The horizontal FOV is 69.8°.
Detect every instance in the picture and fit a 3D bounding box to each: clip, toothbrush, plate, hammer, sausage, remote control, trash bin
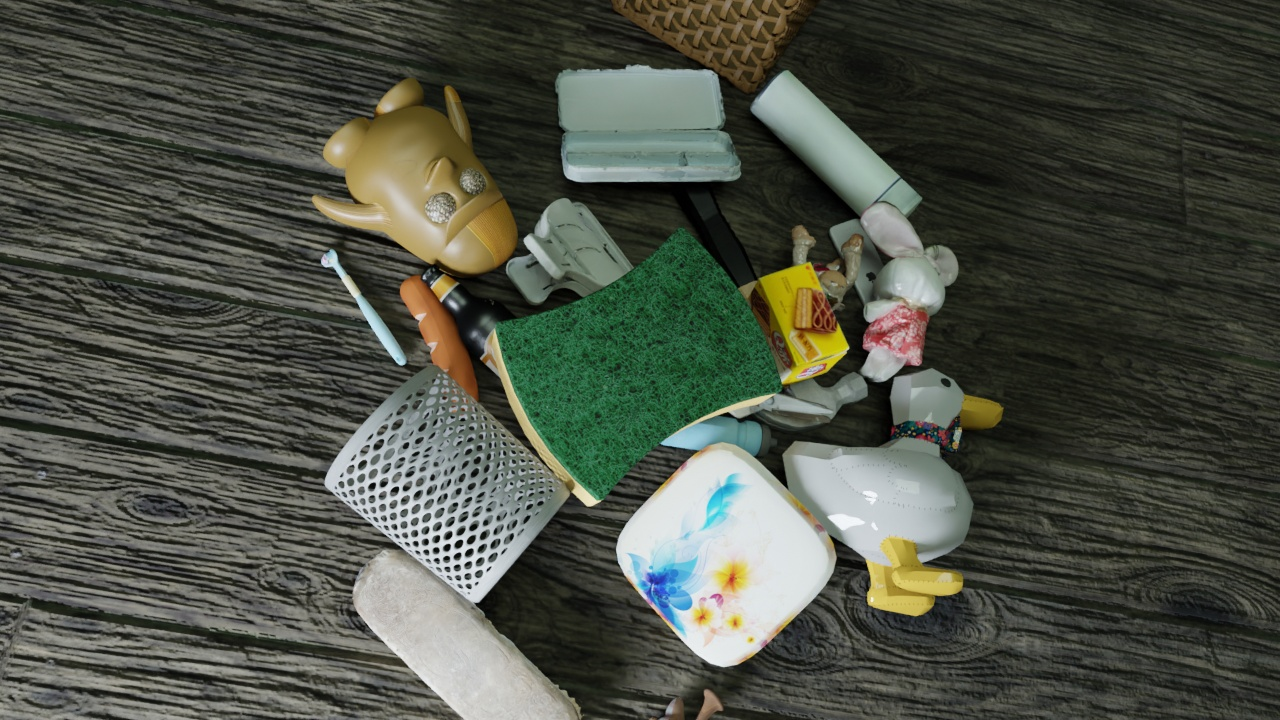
[{"bbox_3d":[-0.075,-0.117,1.014,0.124,0.075,0.143,51,42,11],"label":"clip"},{"bbox_3d":[-0.300,-0.057,0.998,0.022,0.016,0.155,-40,81,16],"label":"toothbrush"},{"bbox_3d":[0.082,0.197,0.931,0.187,0.016,0.187,-46,77,7],"label":"plate"},{"bbox_3d":[0.127,-0.070,1.053,0.131,0.039,0.328,-24,78,-13],"label":"hammer"},{"bbox_3d":[-0.213,-0.018,0.986,0.044,0.039,0.164,-23,78,-4],"label":"sausage"},{"bbox_3d":[0.273,-0.100,1.097,0.045,0.008,0.146,-20,78,-13],"label":"remote control"},{"bbox_3d":[-0.181,0.123,0.891,0.183,0.157,0.156,40,72,2],"label":"trash bin"}]

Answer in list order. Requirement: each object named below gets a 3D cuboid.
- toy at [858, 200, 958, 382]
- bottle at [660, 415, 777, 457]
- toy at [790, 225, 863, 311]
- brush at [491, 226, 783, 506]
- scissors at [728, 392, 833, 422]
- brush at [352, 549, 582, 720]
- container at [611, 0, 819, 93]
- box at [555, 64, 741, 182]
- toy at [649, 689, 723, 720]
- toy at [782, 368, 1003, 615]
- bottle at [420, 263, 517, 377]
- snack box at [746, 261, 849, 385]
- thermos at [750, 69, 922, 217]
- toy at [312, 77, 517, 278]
[{"bbox_3d":[0.298,-0.067,1.043,0.159,0.084,0.194,23,77,-29],"label":"toy"},{"bbox_3d":[0.085,0.081,1.000,0.130,0.040,0.040,9,72,-6],"label":"bottle"},{"bbox_3d":[0.206,-0.095,1.046,0.085,0.074,0.105,14,54,-8],"label":"toy"},{"bbox_3d":[-0.005,0.005,0.924,0.249,0.075,0.195,-30,84,-17],"label":"brush"},{"bbox_3d":[0.108,0.031,0.998,0.188,0.015,0.146,-20,74,9],"label":"scissors"},{"bbox_3d":[-0.166,0.290,0.892,0.271,0.057,0.083,41,76,6],"label":"brush"},{"bbox_3d":[0.128,-0.515,1.091,0.219,0.214,0.251,33,72,2],"label":"container"},{"bbox_3d":[0.006,-0.277,1.091,0.209,0.061,0.192,-4,52,-10],"label":"box"},{"bbox_3d":[0.033,0.367,0.905,0.055,0.042,0.101,17,55,38],"label":"toy"},{"bbox_3d":[0.272,0.123,0.968,0.246,0.141,0.267,7,60,-5],"label":"toy"},{"bbox_3d":[-0.159,-0.032,0.972,0.181,0.059,0.059,44,72,-5],"label":"bottle"},{"bbox_3d":[0.165,-0.037,0.984,0.061,0.084,0.105,-18,75,-11],"label":"snack box"},{"bbox_3d":[0.235,-0.249,1.106,0.067,0.068,0.230,-41,83,-17],"label":"thermos"},{"bbox_3d":[-0.219,-0.178,0.979,0.203,0.163,0.198,47,73,-5],"label":"toy"}]
